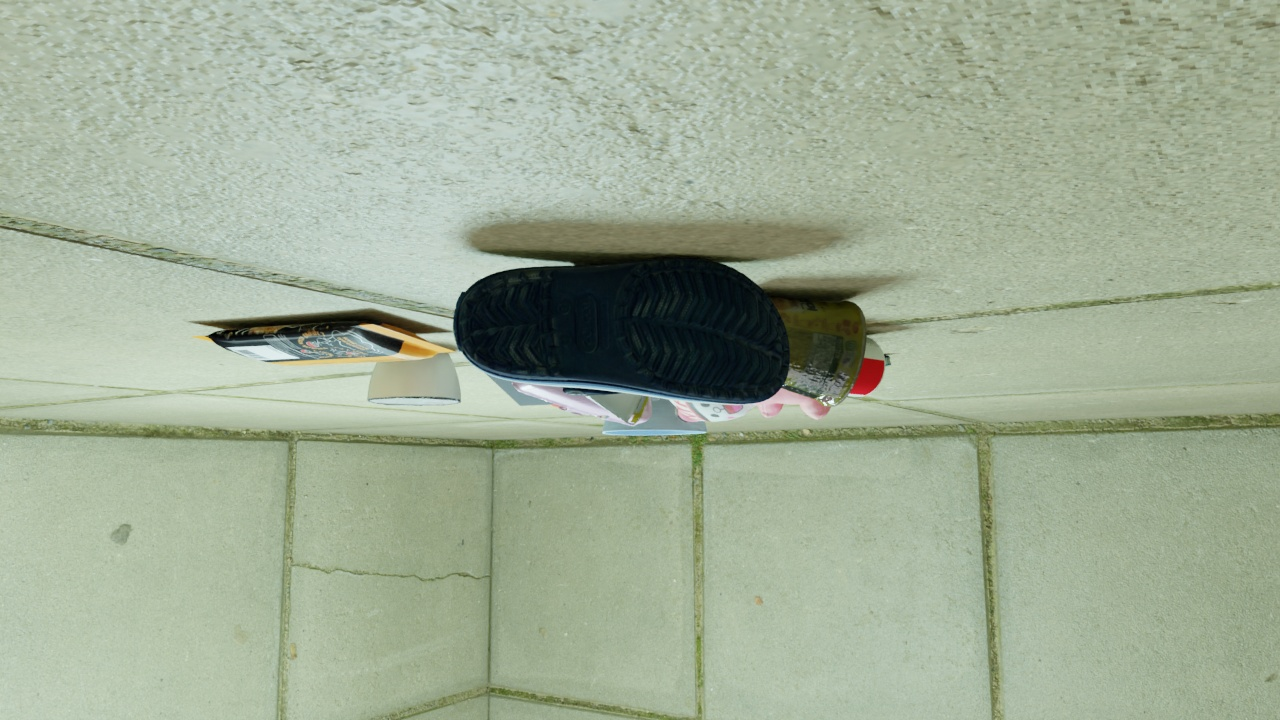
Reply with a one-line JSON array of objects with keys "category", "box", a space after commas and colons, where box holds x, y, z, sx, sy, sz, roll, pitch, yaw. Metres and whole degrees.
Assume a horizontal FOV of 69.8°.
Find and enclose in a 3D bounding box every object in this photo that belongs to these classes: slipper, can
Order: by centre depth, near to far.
[{"category": "slipper", "box": [-0.014, -0.023, 0.698, 0.252, 0.105, 0.095, 5, 173, -10]}, {"category": "can", "box": [0.206, 0.002, 1.012, 0.132, 0.070, 0.070, 6, 170, -41]}]

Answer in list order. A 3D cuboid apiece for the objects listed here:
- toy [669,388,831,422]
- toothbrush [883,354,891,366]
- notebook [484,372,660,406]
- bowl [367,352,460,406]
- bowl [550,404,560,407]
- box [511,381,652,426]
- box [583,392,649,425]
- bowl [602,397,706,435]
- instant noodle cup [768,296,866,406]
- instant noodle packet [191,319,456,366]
[{"category": "toy", "box": [0.121, 0.027, 1.137, 0.214, 0.084, 0.142, -9, 147, 27]}, {"category": "toothbrush", "box": [0.240, 0.016, 1.231, 0.189, 0.017, 0.016, -10, 165, 8]}, {"category": "notebook", "box": [-0.096, 0.017, 1.152, 0.209, 0.008, 0.141, -4, 148, 25]}, {"category": "bowl", "box": [-0.285, 0.021, 1.158, 0.116, 0.065, 0.116, 0, 173, 0]}, {"category": "bowl", "box": [-0.080, 0.050, 1.472, 0.130, 0.045, 0.130, 0, 173, 0]}, {"category": "box", "box": [-0.085, 0.009, 0.931, 0.103, 0.100, 0.201, -13, 159, 34]}, {"category": "box", "box": [-0.008, 0.005, 0.834, 0.084, 0.080, 0.210, 10, 166, 27]}, {"category": "bowl", "box": [0.020, 0.067, 1.314, 0.150, 0.074, 0.150, -1, 173, 0]}, {"category": "instant noodle cup", "box": [0.132, -0.016, 0.823, 0.108, 0.102, 0.102, 11, 170, -14]}, {"category": "instant noodle packet", "box": [-0.335, -0.017, 0.989, 0.221, 0.032, 0.159, -3, 170, 18]}]
